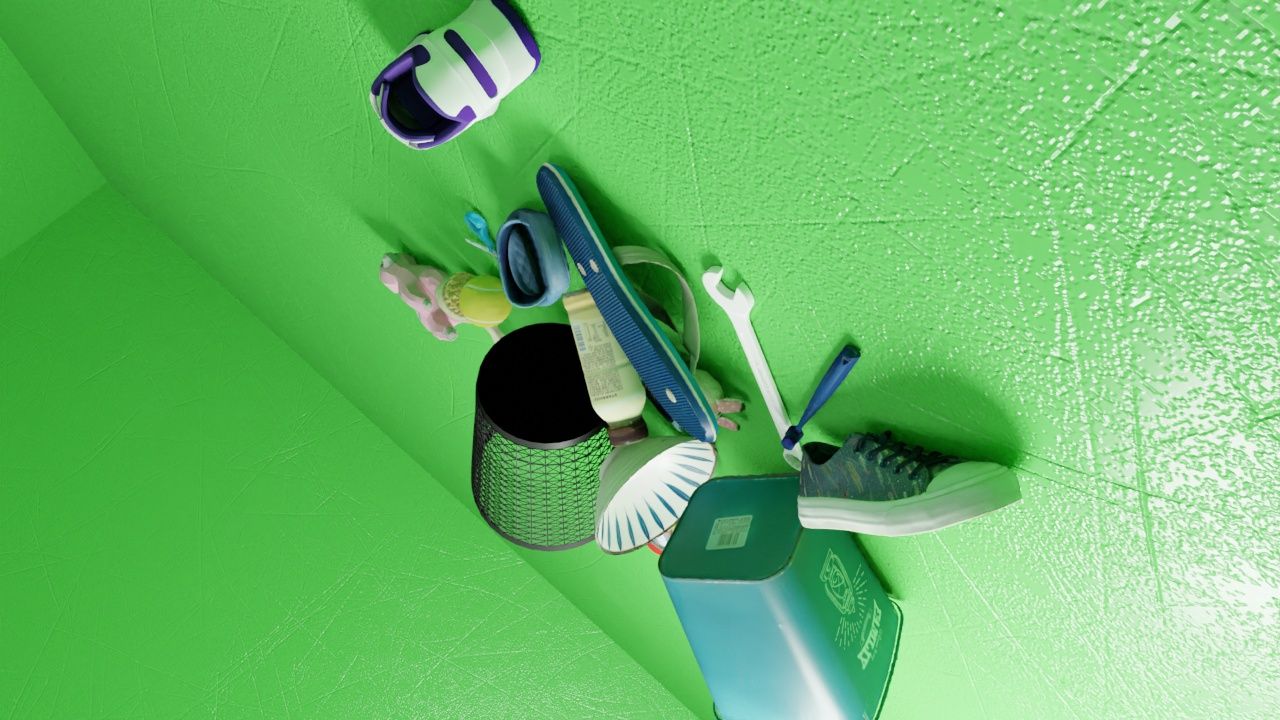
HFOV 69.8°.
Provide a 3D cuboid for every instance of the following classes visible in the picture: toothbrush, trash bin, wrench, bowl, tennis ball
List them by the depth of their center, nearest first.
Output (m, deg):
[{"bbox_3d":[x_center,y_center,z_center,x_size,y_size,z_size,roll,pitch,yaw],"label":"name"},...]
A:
[{"bbox_3d":[0.152,0.037,0.792,0.016,0.017,0.190,34,154,10],"label":"toothbrush"},{"bbox_3d":[0.114,0.017,0.846,0.047,0.009,0.273,23,151,42],"label":"wrench"},{"bbox_3d":[0.142,0.251,0.975,0.200,0.196,0.219,-8,123,34],"label":"trash bin"},{"bbox_3d":[0.001,0.138,1.070,0.071,0.177,0.177,45,163,32],"label":"bowl"},{"bbox_3d":[-0.111,0.089,1.137,0.217,0.216,0.244,36,152,18],"label":"trash bin"},{"bbox_3d":[-0.193,-0.074,1.144,0.065,0.065,0.065,37,158,17],"label":"tennis ball"}]

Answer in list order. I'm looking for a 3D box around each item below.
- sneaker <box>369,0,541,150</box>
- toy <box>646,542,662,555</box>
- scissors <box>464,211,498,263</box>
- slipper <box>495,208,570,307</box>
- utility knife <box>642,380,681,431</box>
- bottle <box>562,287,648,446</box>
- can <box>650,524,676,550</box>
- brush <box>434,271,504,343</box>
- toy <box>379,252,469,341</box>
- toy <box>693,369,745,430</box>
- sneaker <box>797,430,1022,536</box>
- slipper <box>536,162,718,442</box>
[{"bbox_3d":[-0.179,-0.220,0.774,0.092,0.111,0.245,51,158,-21],"label":"sneaker"},{"bbox_3d":[0.091,0.268,1.261,0.216,0.098,0.147,42,169,15],"label":"toy"},{"bbox_3d":[-0.166,-0.122,1.076,0.133,0.014,0.127,31,157,26],"label":"scissors"},{"bbox_3d":[-0.115,-0.101,0.912,0.214,0.059,0.104,-176,69,-75],"label":"slipper"},{"bbox_3d":[-0.006,0.006,0.960,0.174,0.020,0.029,54,154,23],"label":"utility knife"},{"bbox_3d":[-0.031,0.005,0.927,0.057,0.056,0.162,-7,99,64],"label":"bottle"},{"bbox_3d":[0.045,0.188,1.174,0.054,0.099,0.059,29,154,41],"label":"can"},{"bbox_3d":[-0.193,-0.022,1.275,0.077,0.062,0.272,28,159,44],"label":"brush"},{"bbox_3d":[-0.311,-0.096,1.318,0.158,0.067,0.123,27,156,45],"label":"toy"},{"bbox_3d":[0.057,0.036,0.940,0.112,0.050,0.087,34,158,10],"label":"toy"},{"bbox_3d":[0.202,0.095,0.755,0.236,0.087,0.079,-20,83,63],"label":"sneaker"},{"bbox_3d":[-0.001,-0.058,0.849,0.295,0.060,0.118,59,163,-5],"label":"slipper"}]
